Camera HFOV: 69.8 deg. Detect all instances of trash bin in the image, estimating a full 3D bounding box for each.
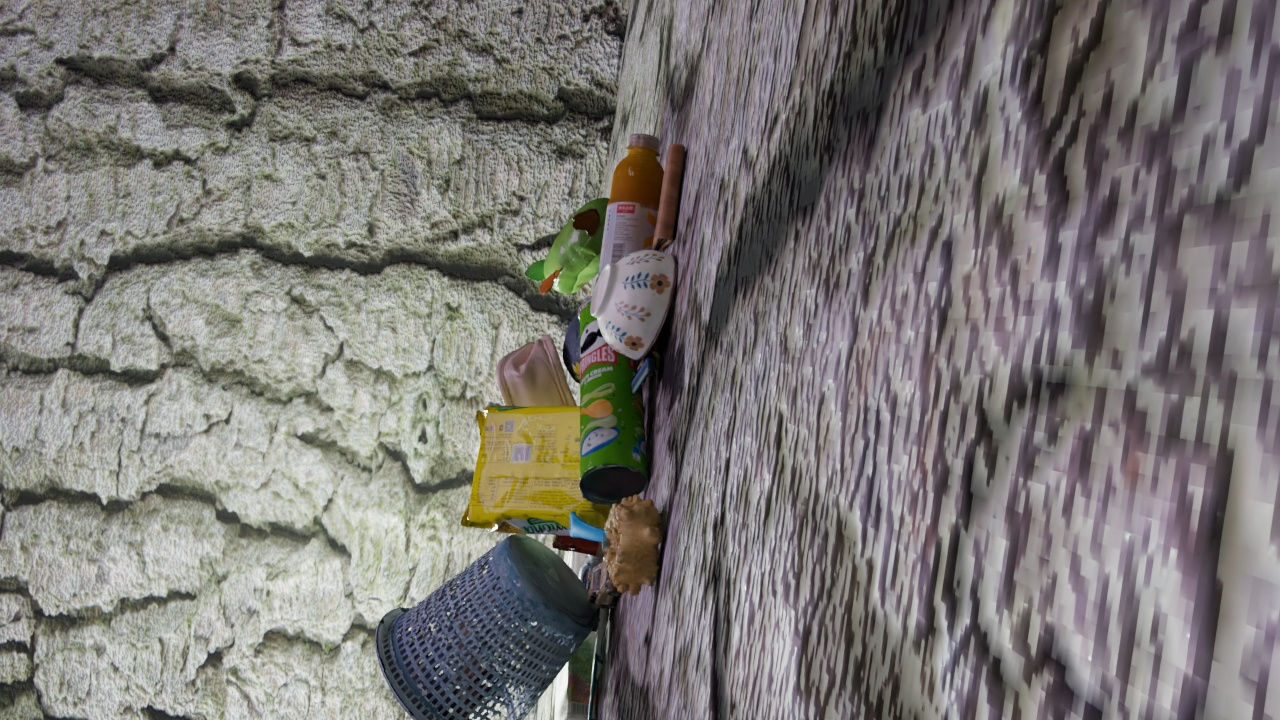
[{"bbox_3d":[-0.168,0.327,1.106,0.195,0.226,0.226,-45,12,7],"label":"trash bin"}]

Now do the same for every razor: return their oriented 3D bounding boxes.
[{"bbox_3d":[0.009,-0.026,0.969,0.142,0.022,0.043,-88,24,-46],"label":"razor"}]

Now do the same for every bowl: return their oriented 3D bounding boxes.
[{"bbox_3d":[-0.013,-0.062,0.930,0.113,0.062,0.113,-164,91,-76],"label":"bowl"}]

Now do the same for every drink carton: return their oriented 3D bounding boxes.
[{"bbox_3d":[-0.077,0.401,1.144,0.122,0.045,0.054,-90,20,-45],"label":"drink carton"}]

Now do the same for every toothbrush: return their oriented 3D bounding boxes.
[{"bbox_3d":[-0.047,0.352,1.075,0.016,0.018,0.191,106,172,-57],"label":"toothbrush"}]

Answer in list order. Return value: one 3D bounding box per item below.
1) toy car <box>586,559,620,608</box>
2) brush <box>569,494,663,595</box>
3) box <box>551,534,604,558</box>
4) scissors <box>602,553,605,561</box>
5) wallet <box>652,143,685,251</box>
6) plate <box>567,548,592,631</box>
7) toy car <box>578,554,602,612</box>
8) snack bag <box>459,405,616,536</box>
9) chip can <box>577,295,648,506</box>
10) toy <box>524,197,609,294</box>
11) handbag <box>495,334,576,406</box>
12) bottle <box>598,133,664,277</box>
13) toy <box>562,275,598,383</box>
[{"bbox_3d":[-0.040,0.251,1.036,0.091,0.035,0.042,111,165,-57],"label":"toy car"},{"bbox_3d":[-0.035,0.163,0.860,0.255,0.045,0.083,167,104,-70],"label":"brush"},{"bbox_3d":[-0.068,0.154,1.135,0.091,0.079,0.168,121,162,-77],"label":"box"},{"bbox_3d":[-0.029,0.187,1.116,0.145,0.014,0.172,113,164,-65],"label":"scissors"},{"bbox_3d":[0.029,-0.173,1.000,0.115,0.020,0.101,160,119,-87],"label":"wallet"},{"bbox_3d":[-0.090,0.358,1.338,0.205,0.045,0.205,-175,92,-84],"label":"plate"},{"bbox_3d":[-0.061,0.274,1.212,0.054,0.037,0.120,113,167,-70],"label":"toy car"},{"bbox_3d":[-0.110,0.122,1.069,0.068,0.247,0.158,25,-114,-51],"label":"snack bag"},{"bbox_3d":[-0.030,0.035,0.970,0.072,0.072,0.235,104,167,-49],"label":"chip can"},{"bbox_3d":[-0.078,-0.173,1.356,0.226,0.090,0.247,-44,1,-34],"label":"toy"},{"bbox_3d":[-0.130,0.052,1.314,0.234,0.093,0.193,-102,-6,-71],"label":"handbag"},{"bbox_3d":[-0.007,-0.174,1.099,0.068,0.068,0.189,158,120,-84],"label":"bottle"},{"bbox_3d":[-0.057,-0.037,1.270,0.355,0.091,0.138,-87,11,-68],"label":"toy"}]
